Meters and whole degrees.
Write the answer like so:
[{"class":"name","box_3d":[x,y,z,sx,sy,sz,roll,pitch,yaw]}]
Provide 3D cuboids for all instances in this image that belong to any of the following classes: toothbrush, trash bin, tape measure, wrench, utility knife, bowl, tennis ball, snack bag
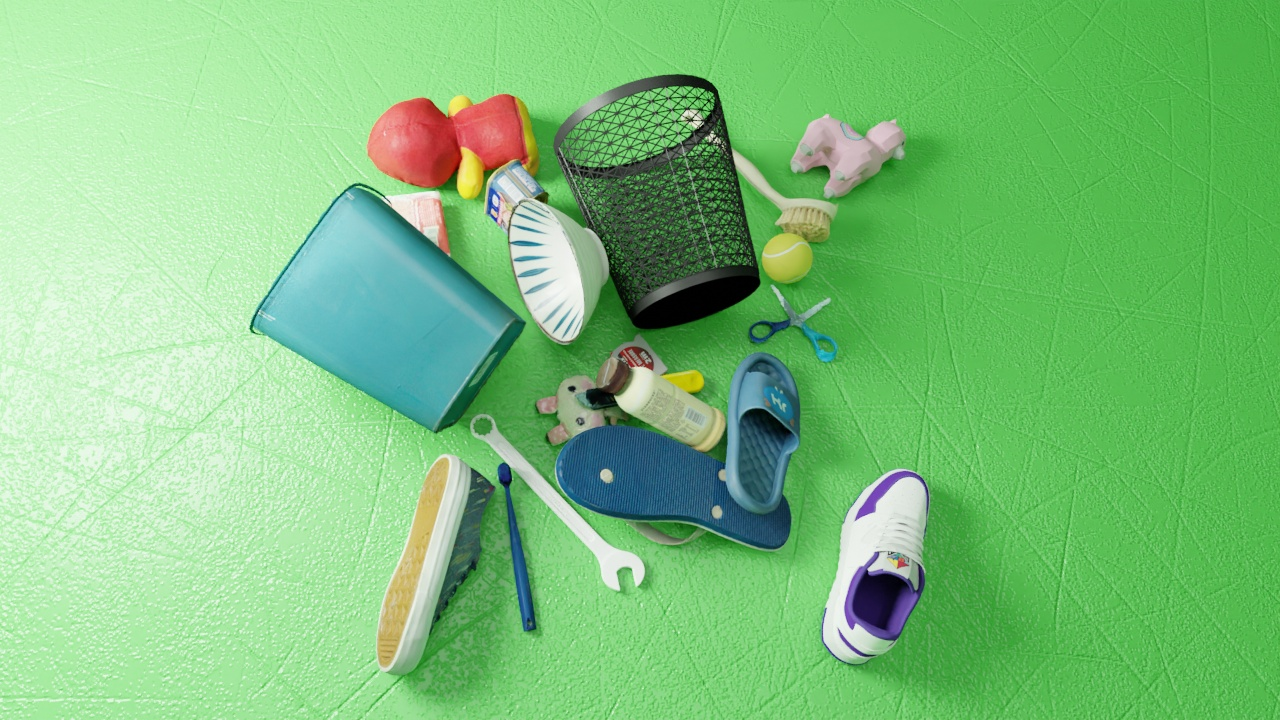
[{"class":"toothbrush","box_3d":[-0.140,0.206,1.028,0.016,0.017,0.189,-10,73,-7]},{"class":"trash bin","box_3d":[-0.263,-0.046,1.017,0.218,0.196,0.199,36,91,-1]},{"class":"trash bin","box_3d":[0.032,-0.181,1.124,0.216,0.217,0.243,-14,77,-14]},{"class":"tape measure","box_3d":[-0.007,0.007,1.133,0.062,0.020,0.060,-34,77,-19]},{"class":"wrench","box_3d":[-0.100,0.162,1.062,0.273,0.009,0.047,44,69,10]},{"class":"utility knife","box_3d":[0.000,0.036,1.097,0.173,0.020,0.028,-8,79,-30]},{"class":"bowl","box_3d":[-0.086,-0.113,1.094,0.070,0.178,0.177,-21,72,-29]},{"class":"tennis ball","box_3d":[0.191,-0.133,1.196,0.065,0.065,0.065,3,67,-8]},{"class":"snack bag","box_3d":[-0.280,-0.154,1.149,0.077,0.036,0.115,-9,70,-11]}]

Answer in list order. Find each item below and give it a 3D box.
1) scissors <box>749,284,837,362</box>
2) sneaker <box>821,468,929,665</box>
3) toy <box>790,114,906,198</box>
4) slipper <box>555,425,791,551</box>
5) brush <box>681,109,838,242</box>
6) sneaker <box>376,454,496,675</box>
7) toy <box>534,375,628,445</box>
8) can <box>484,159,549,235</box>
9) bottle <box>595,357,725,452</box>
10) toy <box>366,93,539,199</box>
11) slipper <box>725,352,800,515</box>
[{"class":"scissors","box_3d":[0.200,-0.047,1.191,0.133,0.014,0.127,-24,73,-16]},{"class":"sneaker","box_3d":[0.280,0.221,1.039,0.092,0.111,0.243,24,66,2]},{"class":"toy","box_3d":[0.293,-0.297,1.280,0.123,0.067,0.157,43,64,11]},{"class":"slipper","box_3d":[0.038,0.153,1.063,0.294,0.060,0.118,19,60,-15]},{"class":"brush","box_3d":[0.156,-0.256,1.253,0.272,0.062,0.077,42,64,14]},{"class":"sneaker","box_3d":[-0.212,0.222,0.988,0.079,0.088,0.235,27,67,-32]},{"class":"toy","box_3d":[-0.067,0.059,1.091,0.112,0.050,0.087,-10,70,-7]},{"class":"can","box_3d":[-0.156,-0.197,1.151,0.053,0.100,0.059,-38,79,-24]},{"class":"bottle","box_3d":[0.023,0.050,1.065,0.162,0.057,0.056,31,63,-26]},{"class":"toy","box_3d":[-0.242,-0.285,1.180,0.216,0.099,0.147,-9,60,-16]},{"class":"slipper","box_3d":[0.153,0.083,1.086,0.103,0.059,0.213,31,52,-24]}]
